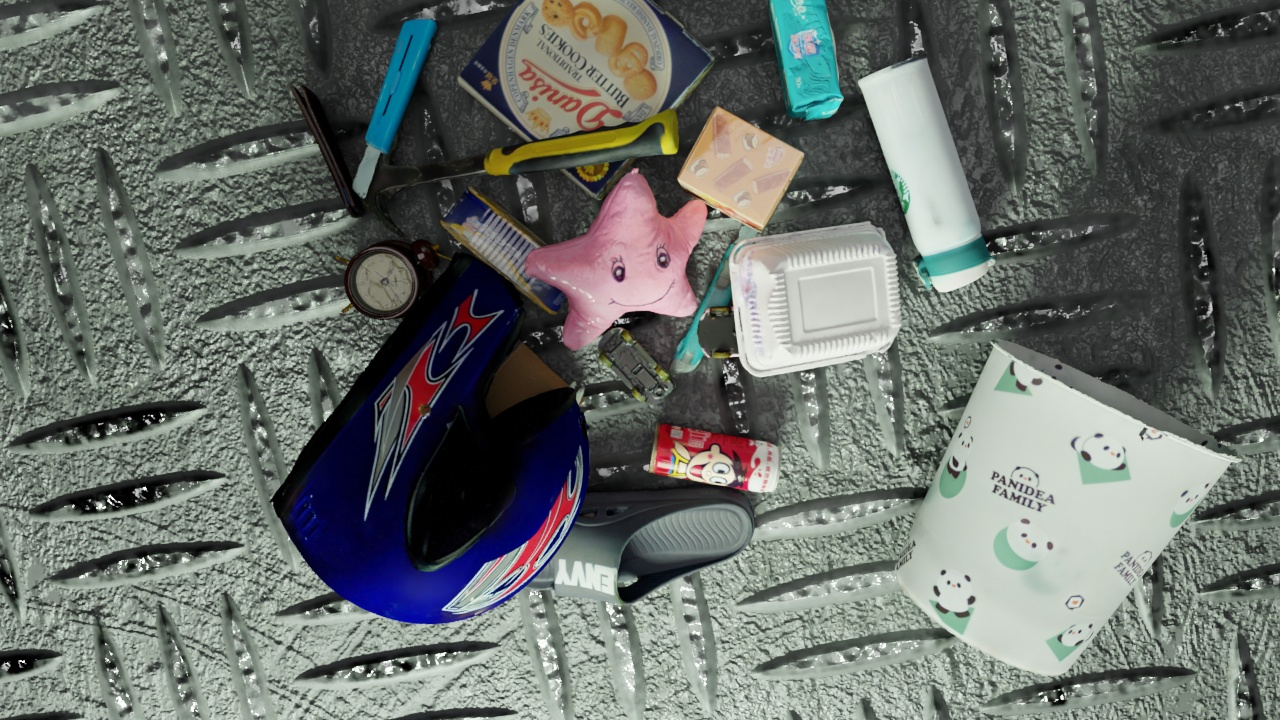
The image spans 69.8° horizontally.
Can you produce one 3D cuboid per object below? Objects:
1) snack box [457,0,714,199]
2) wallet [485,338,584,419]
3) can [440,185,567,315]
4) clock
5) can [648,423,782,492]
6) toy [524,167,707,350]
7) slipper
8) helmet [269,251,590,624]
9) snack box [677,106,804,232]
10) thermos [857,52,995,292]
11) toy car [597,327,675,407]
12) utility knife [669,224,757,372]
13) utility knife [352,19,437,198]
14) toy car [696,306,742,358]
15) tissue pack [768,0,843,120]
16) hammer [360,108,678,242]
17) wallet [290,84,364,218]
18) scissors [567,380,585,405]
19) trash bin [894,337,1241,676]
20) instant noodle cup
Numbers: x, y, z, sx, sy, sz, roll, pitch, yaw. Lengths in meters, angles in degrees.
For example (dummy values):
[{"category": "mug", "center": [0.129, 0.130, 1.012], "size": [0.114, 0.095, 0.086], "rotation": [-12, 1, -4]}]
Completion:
[{"category": "snack box", "center": [-0.052, -0.284, 0.903], "size": [0.178, 0.045, 0.182], "rotation": [40, 98, -4]}, {"category": "wallet", "center": [-0.129, 0.033, 0.967], "size": [0.115, 0.033, 0.090], "rotation": [42, 101, -6]}, {"category": "can", "center": [-0.128, -0.111, 0.920], "size": [0.148, 0.074, 0.049], "rotation": [39, 96, -3]}, {"category": "clock", "center": [-0.246, -0.082, 0.939], "size": [0.122, 0.055, 0.082], "rotation": [-3, 99, 1]}, {"category": "can", "center": [0.077, 0.102, 0.958], "size": [0.133, 0.053, 0.053], "rotation": [10, 100, 1]}, {"category": "toy", "center": [-0.019, -0.098, 0.875], "size": [0.194, 0.074, 0.179], "rotation": [-16, 127, -25]}, {"category": "slipper", "center": [-0.009, 0.195, 0.953], "size": [0.268, 0.083, 0.111], "rotation": [-9, 113, 0]}, {"category": "helmet", "center": [-0.163, 0.089, 0.847], "size": [0.240, 0.247, 0.315], "rotation": [36, 82, -13]}, {"category": "snack box", "center": [0.096, -0.180, 0.884], "size": [0.094, 0.092, 0.077], "rotation": [29, 96, 3]}, {"category": "thermos", "center": [0.279, -0.178, 0.897], "size": [0.073, 0.073, 0.224], "rotation": [-21, 98, 5]}, {"category": "toy car", "center": [-0.006, 0.006, 0.955], "size": [0.042, 0.035, 0.090], "rotation": [-44, 90, 7]}, {"category": "utility knife", "center": [0.087, -0.084, 0.947], "size": [0.029, 0.013, 0.223], "rotation": [25, 99, 0]}, {"category": "utility knife", "center": [-0.244, -0.248, 0.899], "size": [0.034, 0.018, 0.194], "rotation": [15, 80, 8]}, {"category": "toy car", "center": [0.119, -0.031, 0.941], "size": [0.122, 0.037, 0.056], "rotation": [-2, 95, 0]}, {"category": "tissue pack", "center": [0.155, -0.296, 0.868], "size": [0.050, 0.093, 0.133], "rotation": [-11, 99, 8]}, {"category": "hammer", "center": [-0.122, -0.186, 0.867], "size": [0.324, 0.032, 0.126], "rotation": [-5, 71, 17]}, {"category": "wallet", "center": [-0.305, -0.203, 0.901], "size": [0.020, 0.096, 0.122], "rotation": [-23, 98, -8]}, {"category": "scissors", "center": [-0.129, 0.110, 0.964], "size": [0.143, 0.021, 0.235], "rotation": [9, 110, 6]}, {"category": "trash bin", "center": [0.384, 0.140, 0.874], "size": [0.229, 0.229, 0.252], "rotation": [23, 104, -2]}, {"category": "instant noodle cup", "center": [0.181, -0.060, 0.897], "size": [0.173, 0.060, 0.138], "rotation": [-10, 98, -15]}]
